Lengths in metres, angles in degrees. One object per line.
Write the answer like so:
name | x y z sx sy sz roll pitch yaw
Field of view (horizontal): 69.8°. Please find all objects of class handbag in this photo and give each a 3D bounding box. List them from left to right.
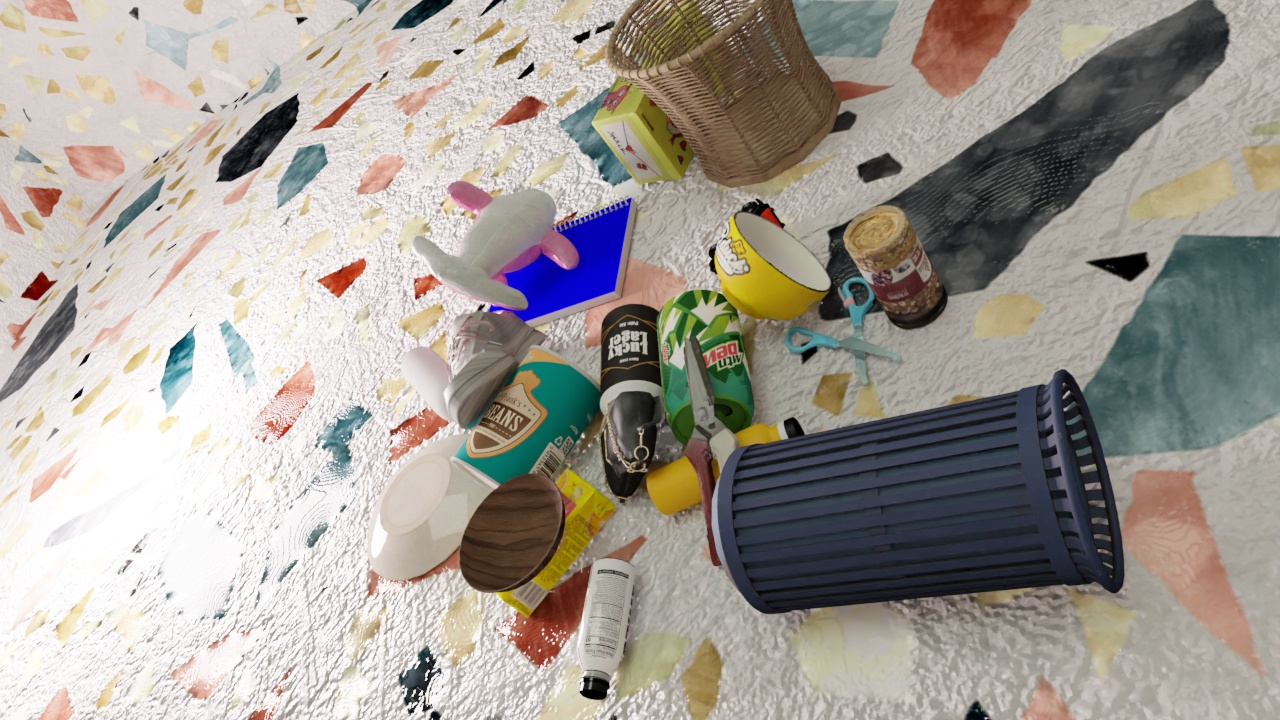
handbag | -0.009 0.082 0.857 0.054 0.129 0.079 2 62 -11

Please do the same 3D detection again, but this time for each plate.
plate | -0.248 0.158 1.046 0.189 0.027 0.188 -24 42 23

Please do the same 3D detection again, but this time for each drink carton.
drink carton | -0.089 0.172 0.883 0.134 0.043 0.058 -50 38 -9

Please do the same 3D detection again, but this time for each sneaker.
sneaker | -0.180 -0.004 1.007 0.099 0.089 0.235 -56 0 17

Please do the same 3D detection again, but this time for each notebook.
notebook | -0.104 -0.120 1.188 0.210 0.022 0.171 -16 47 30

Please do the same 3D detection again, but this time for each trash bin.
trash bin | 0.182 0.102 0.639 0.250 0.139 0.139 -16 45 32

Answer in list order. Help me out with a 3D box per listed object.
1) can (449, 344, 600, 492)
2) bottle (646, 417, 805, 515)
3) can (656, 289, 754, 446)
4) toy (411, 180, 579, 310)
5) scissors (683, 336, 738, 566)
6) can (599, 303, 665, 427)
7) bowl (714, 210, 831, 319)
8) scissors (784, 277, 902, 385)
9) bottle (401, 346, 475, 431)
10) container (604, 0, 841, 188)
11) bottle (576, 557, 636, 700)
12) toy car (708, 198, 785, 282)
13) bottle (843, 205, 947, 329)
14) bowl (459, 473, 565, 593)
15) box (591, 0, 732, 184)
can | -0.114 0.071 0.953 0.099 0.099 0.143 15 65 47
bottle | 0.077 0.092 0.813 0.144 0.043 0.043 -27 41 20
can | 0.060 0.007 0.874 0.083 0.083 0.143 -26 41 21
toy | -0.177 -0.131 1.151 0.128 0.186 0.264 -62 -1 34
scissors | 0.057 0.079 0.785 0.140 0.015 0.189 -50 64 21
can | -0.006 0.006 0.942 0.072 0.072 0.128 -24 42 22
bowl | 0.119 -0.083 0.892 0.068 0.117 0.117 -52 32 29
scissors | 0.181 -0.020 0.851 0.118 0.015 0.138 -23 36 23
bottle | -0.238 0.039 1.128 0.052 0.052 0.195 -48 38 -7
container | 0.105 -0.339 1.066 0.227 0.196 0.226 -23 42 23
bottle | -0.031 0.228 0.781 0.041 0.041 0.115 -16 45 30
toy car | 0.116 -0.119 0.970 0.100 0.051 0.049 -52 36 -11
bottle | 0.222 -0.080 0.797 0.056 0.105 0.056 -24 42 23
bowl | -0.111 0.164 0.848 0.119 0.032 0.119 -23 44 24
box | 0.036 -0.352 1.204 0.080 0.124 0.220 1 54 41
